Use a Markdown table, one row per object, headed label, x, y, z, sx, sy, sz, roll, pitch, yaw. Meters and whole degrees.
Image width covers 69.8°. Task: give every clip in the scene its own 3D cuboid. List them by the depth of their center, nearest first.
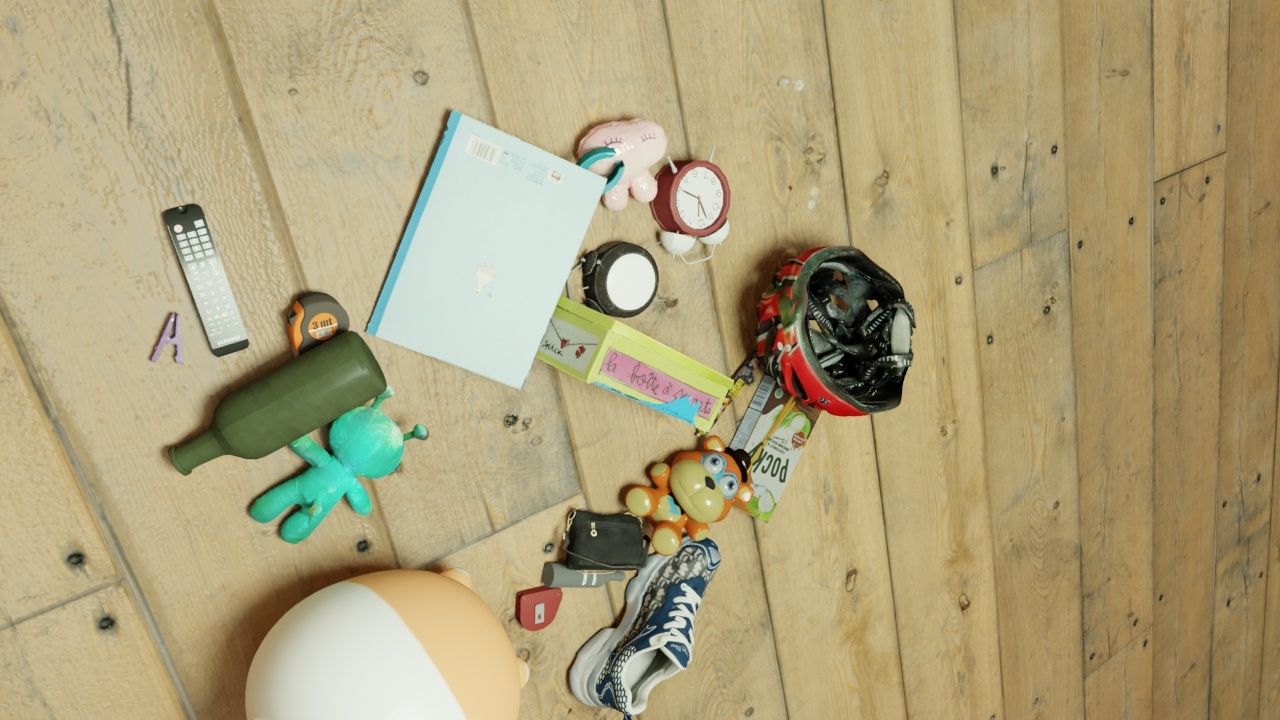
| label | x | y | z | sx | sy | sz | roll | pitch | yaw |
| --- | --- | --- | --- | --- | --- | --- | --- | --- | --- |
| clip | -0.447 | -0.017 | 0.863 | 0.045 | 0.014 | 0.051 | -21 | 115 | -24 |
| clip | -0.066 | -0.187 | 1.030 | 0.120 | 0.027 | 0.103 | -35 | 123 | 10 |

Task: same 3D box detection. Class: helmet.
| label | x | y | z | sx | sy | sz | roll | pitch | yaw |
| --- | --- | --- | --- | --- | --- | --- | --- | --- | --- |
| helmet | 0.249 | -0.036 | 1.205 | 0.271 | 0.167 | 0.217 | 21 | 69 | -43 |

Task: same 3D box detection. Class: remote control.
| label | x | y | z | sx | sy | sz | roll | pitch | yaw |
| --- | --- | --- | --- | --- | --- | --- | --- | --- | --- |
| remote control | -0.410 | -0.074 | 0.870 | 0.033 | 0.015 | 0.147 | -22 | 112 | -27 |

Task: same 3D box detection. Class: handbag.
| label | x | y | z | sx | sy | sz | roll | pitch | yaw |
| --- | --- | --- | --- | --- | --- | --- | --- | --- | --- |
| handbag | -0.041 | 0.224 | 1.149 | 0.128 | 0.054 | 0.079 | 11 | 64 | -35 |

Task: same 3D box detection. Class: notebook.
| label | x | y | z | sx | sy | sz | roll | pitch | yaw |
| --- | --- | --- | --- | --- | --- | --- | --- | --- | --- |
| notebook | -0.163 | -0.115 | 0.987 | 0.181 | 0.009 | 0.253 | 22 | 92 | -18 |

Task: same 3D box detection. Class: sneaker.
| label | x | y | z | sx | sy | sz | roll | pitch | yaw |
| --- | --- | --- | --- | --- | --- | --- | --- | --- | --- |
| sneaker | 0.031 | 0.351 | 1.184 | 0.269 | 0.132 | 0.103 | -50 | 120 | -15 |

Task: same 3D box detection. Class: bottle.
| label | x | y | z | sx | sy | sz | roll | pitch | yaw |
| --- | --- | --- | --- | --- | --- | --- | --- | --- | --- |
| bottle | -0.354 | 0.048 | 0.892 | 0.206 | 0.071 | 0.071 | -29 | 116 | -7 |
| bottle | -0.068 | 0.273 | 1.163 | 0.112 | 0.030 | 0.030 | 10 | 96 | -34 |

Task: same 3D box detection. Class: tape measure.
| label | x | y | z | sx | sy | sz | roll | pitch | yaw |
| --- | --- | --- | --- | --- | --- | --- | --- | --- | --- |
| tape measure | -0.326 | -0.039 | 0.922 | 0.058 | 0.038 | 0.059 | -20 | 125 | -27 |
| tape measure | -0.125 | 0.309 | 1.141 | 0.058 | 0.019 | 0.051 | -5 | 104 | -32 |

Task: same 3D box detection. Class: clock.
| label | x | y | z | sx | sy | sz | roll | pitch | yaw |
| --- | --- | --- | --- | --- | --- | --- | --- | --- | --- |
| clock | -0.025 | -0.095 | 1.095 | 0.122 | 0.044 | 0.091 | -16 | 109 | -29 |
| clock | 0.064 | -0.188 | 1.128 | 0.096 | 0.048 | 0.138 | -19 | 110 | -28 |

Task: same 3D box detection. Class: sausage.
| label | x | y | z | sx | sy | sz | roll | pitch | yaw |
| --- | --- | --- | --- | --- | --- | --- | --- | --- | --- |
| sausage | 0.122 | 0.041 | 1.237 | 0.155 | 0.020 | 0.020 | -51 | 122 | -12 |

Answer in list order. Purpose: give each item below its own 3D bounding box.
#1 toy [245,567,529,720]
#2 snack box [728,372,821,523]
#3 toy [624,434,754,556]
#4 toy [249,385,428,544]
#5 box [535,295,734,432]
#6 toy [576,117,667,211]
| label | x | y | z | sx | sy | sz | roll | pitch | yaw |
| --- | --- | --- | --- | --- | --- | --- | --- | --- | --- |
| toy | -0.251 | 0.341 | 0.933 | 0.279 | 0.267 | 0.263 | -30 | 84 | -43 |
| snack box | 0.176 | 0.123 | 1.283 | 0.101 | 0.032 | 0.186 | 30 | 85 | -34 |
| toy | 0.068 | 0.170 | 1.190 | 0.175 | 0.096 | 0.112 | -32 | 84 | -28 |
| toy | -0.309 | 0.112 | 0.951 | 0.193 | 0.072 | 0.130 | -43 | 121 | -6 |
| box | -0.006 | 0.006 | 1.067 | 0.220 | 0.124 | 0.080 | 23 | 91 | -42 |
| toy | -0.017 | -0.228 | 1.067 | 0.108 | 0.053 | 0.105 | -20 | 124 | -18 |
